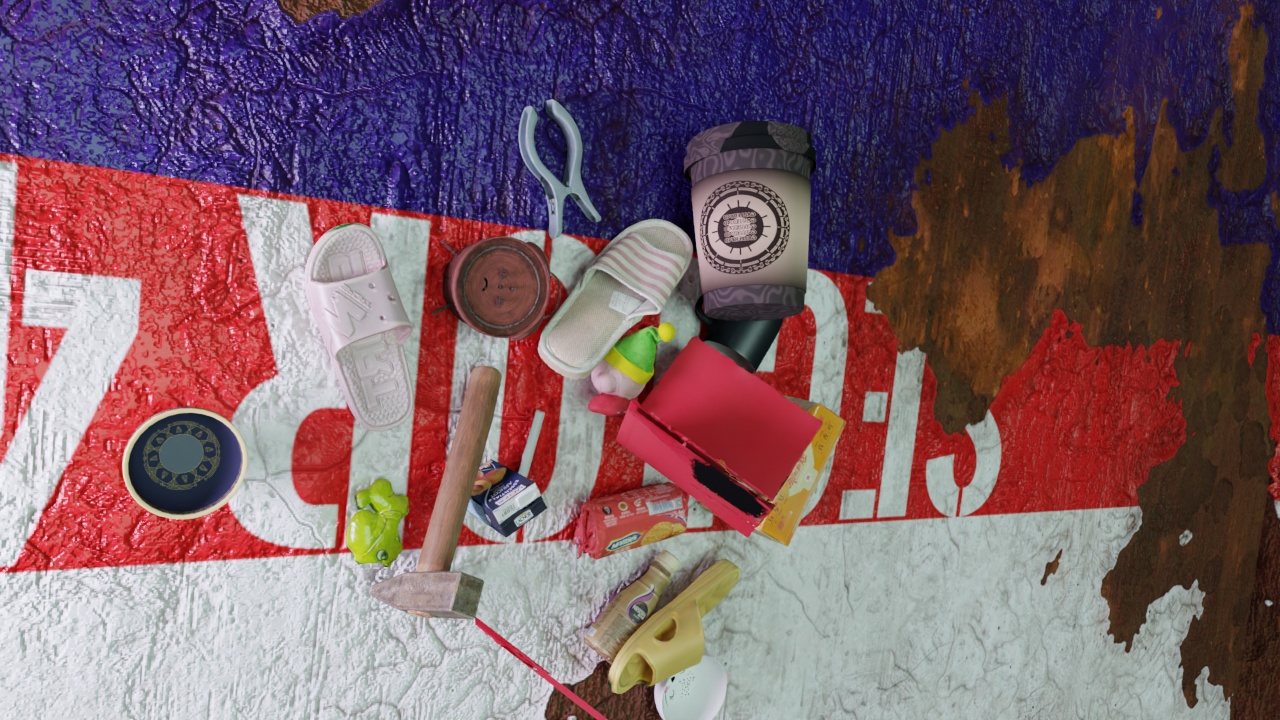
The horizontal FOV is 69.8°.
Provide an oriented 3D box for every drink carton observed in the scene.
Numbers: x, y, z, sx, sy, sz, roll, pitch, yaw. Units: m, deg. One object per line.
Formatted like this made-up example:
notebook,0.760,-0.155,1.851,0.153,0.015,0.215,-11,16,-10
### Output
drink carton,-0.169,0.162,1.091,0.064,0.130,0.040,-34,114,-24

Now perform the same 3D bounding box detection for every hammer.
hammer,-0.215,0.143,1.057,0.037,0.158,0.300,34,57,-40

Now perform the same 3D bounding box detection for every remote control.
remote control,-0.144,0.126,1.159,0.012,0.033,0.131,16,88,-3

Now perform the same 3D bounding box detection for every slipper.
slipper,-0.025,-0.086,1.155,0.115,0.052,0.262,37,66,7
slipper,-0.304,-0.031,1.020,0.094,0.064,0.239,-18,108,-29
slipper,0.062,0.379,1.269,0.262,0.078,0.100,-36,150,-34

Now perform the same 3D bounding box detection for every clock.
clock,-0.162,-0.086,1.095,0.157,0.072,0.120,7,93,-32

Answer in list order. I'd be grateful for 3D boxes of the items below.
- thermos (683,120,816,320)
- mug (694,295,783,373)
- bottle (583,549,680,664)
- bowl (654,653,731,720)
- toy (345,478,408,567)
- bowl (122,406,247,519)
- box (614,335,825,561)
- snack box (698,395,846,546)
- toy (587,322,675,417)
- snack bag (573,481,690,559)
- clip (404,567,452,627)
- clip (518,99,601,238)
thermos,0.145,-0.174,1.196,0.172,0.173,0.226,4,81,-33
mug,0.132,-0.053,1.287,0.121,0.085,0.094,32,77,-2
bottle,-0.007,0.334,1.259,0.165,0.060,0.059,-50,119,-17
bowl,0.065,0.473,1.328,0.114,0.051,0.115,-5,99,-32
toy,-0.305,0.192,1.068,0.093,0.036,0.094,-50,120,-25
bowl,-0.466,0.100,0.937,0.112,0.061,0.112,-5,99,-32
box,0.102,0.134,1.305,0.217,0.352,0.197,34,75,10
snack box,0.180,0.144,1.299,0.080,0.145,0.195,33,79,-31
toy,-0.007,0.007,1.185,0.124,0.097,0.131,-3,107,-68
snack bag,-0.012,0.211,1.233,0.176,0.082,0.082,-8,101,-32
clip,-0.244,0.271,1.101,0.056,0.056,0.102,-4,132,-44
clip,-0.117,-0.232,1.132,0.112,0.028,0.163,-27,109,-25
